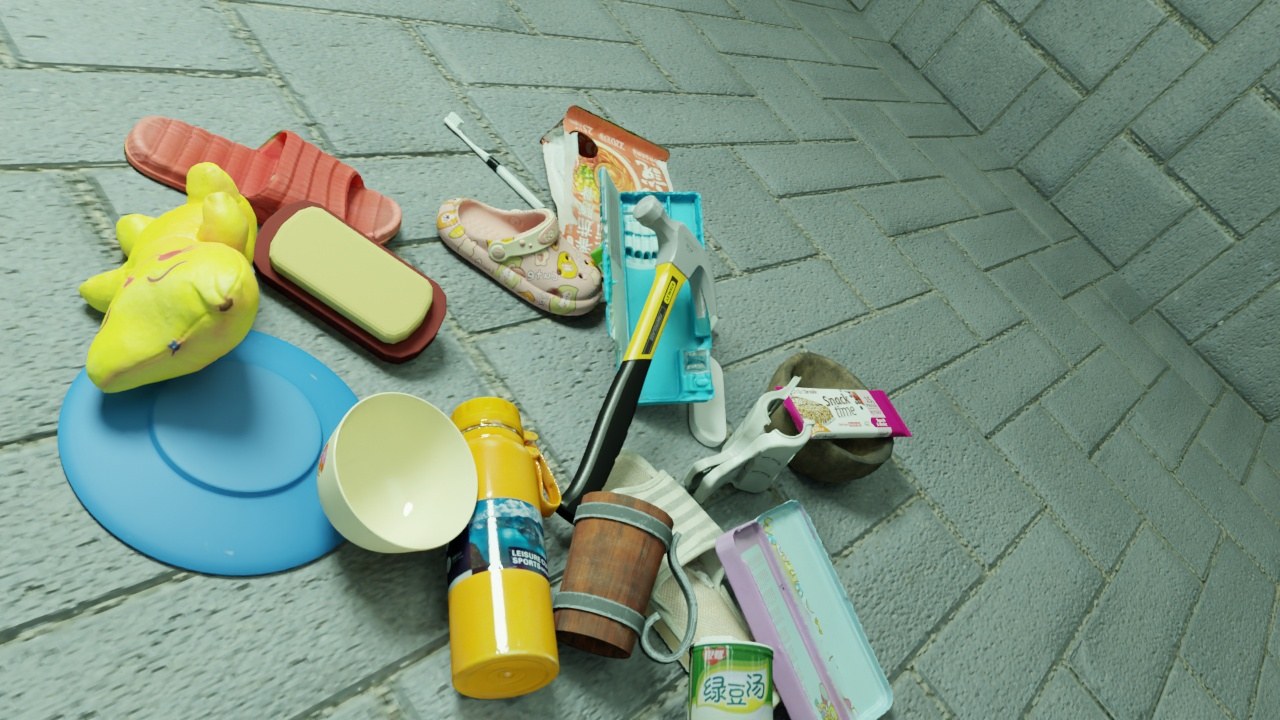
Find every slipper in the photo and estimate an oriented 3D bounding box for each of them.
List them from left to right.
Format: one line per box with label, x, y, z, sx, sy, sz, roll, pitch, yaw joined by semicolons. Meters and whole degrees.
slipper;-0.339;-0.174;0.853;0.248;0.059;0.103;17;42;-26
slipper;-0.120;-0.123;0.977;0.197;0.082;0.093;28;39;-14
slipper;0.040;0.190;0.817;0.114;0.054;0.272;-13;62;-42

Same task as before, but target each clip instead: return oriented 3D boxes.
clip;0.119;0.099;0.930;0.105;0.127;0.151;34;58;9

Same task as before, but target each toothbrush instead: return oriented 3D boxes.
toothbrush;-0.167;-0.231;1.101;0.187;0.017;0.012;44;25;5

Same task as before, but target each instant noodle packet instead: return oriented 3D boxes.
instant noodle packet;-0.037;-0.185;1.142;0.164;0.084;0.220;18;53;-34

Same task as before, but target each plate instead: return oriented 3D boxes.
plate;-0.298;0.052;0.679;0.224;0.024;0.223;24;39;-21

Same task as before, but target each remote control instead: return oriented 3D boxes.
remote control;0.074;0.042;1.032;0.043;0.013;0.136;25;39;-20

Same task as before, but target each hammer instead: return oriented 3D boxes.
hammer;-0.005;0.005;0.855;0.127;0.029;0.322;40;57;-32

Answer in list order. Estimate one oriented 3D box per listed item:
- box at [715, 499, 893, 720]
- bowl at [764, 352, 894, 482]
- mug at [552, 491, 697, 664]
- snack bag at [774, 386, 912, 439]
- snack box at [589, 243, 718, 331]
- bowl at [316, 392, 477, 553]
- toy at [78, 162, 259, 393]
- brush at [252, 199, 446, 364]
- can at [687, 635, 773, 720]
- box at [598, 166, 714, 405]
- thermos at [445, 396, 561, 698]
box;0.150;0.241;0.834;0.151;0.041;0.214;-11;73;-51
bowl;0.211;0.073;1.072;0.162;0.070;0.162;24;39;-21
mug;-0.008;0.177;0.732;0.117;0.082;0.110;18;62;-2
snack bag;0.232;0.058;1.031;0.196;0.016;0.070;3;48;-40
snack box;0.020;-0.082;1.058;0.168;0.027;0.131;56;34;-13
bowl;-0.189;0.092;0.673;0.118;0.074;0.117;29;46;-35
toy;-0.340;-0.055;0.681;0.087;0.134;0.193;55;4;-41
brush;-0.253;-0.071;0.805;0.173;0.042;0.082;35;66;-8
can;0.069;0.279;0.705;0.067;0.068;0.120;19;59;-27
box;0.000;-0.069;0.948;0.168;0.087;0.227;5;78;-44
thermos;-0.109;0.139;0.719;0.091;0.076;0.232;41;27;-44
